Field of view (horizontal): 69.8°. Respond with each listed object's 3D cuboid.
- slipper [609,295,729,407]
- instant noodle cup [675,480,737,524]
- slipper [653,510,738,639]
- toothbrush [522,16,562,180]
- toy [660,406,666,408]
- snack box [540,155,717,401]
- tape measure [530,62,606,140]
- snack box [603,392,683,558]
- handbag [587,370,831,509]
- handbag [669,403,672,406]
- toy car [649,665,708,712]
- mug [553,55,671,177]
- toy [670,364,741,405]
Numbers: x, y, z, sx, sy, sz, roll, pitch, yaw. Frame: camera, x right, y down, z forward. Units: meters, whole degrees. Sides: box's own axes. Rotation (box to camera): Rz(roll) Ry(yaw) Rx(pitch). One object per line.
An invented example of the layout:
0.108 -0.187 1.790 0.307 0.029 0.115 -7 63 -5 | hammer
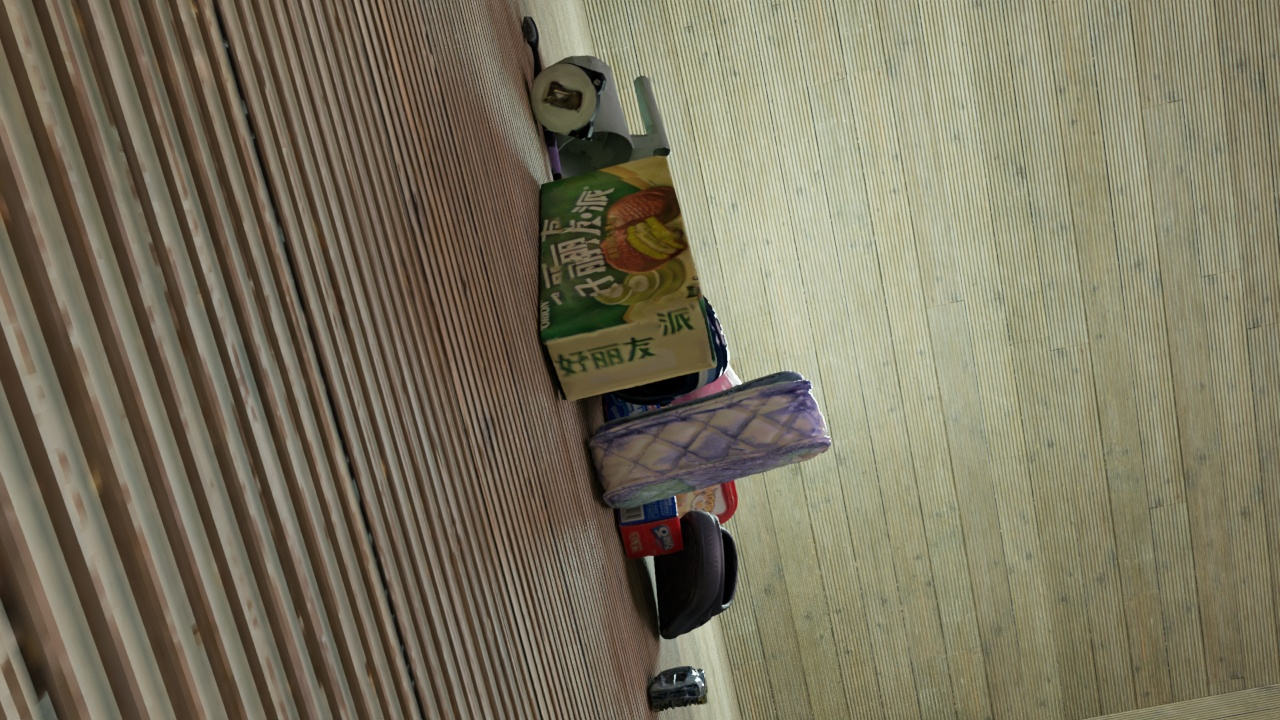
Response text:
0.000 -0.004 0.819 0.253 0.095 0.105 177 -105 -72 | slipper
0.041 0.134 1.079 0.124 0.116 0.116 -139 -145 -75 | instant noodle cup
0.065 0.220 0.932 0.269 0.083 0.110 110 -21 -66 | slipper
-0.097 -0.259 0.906 0.016 0.014 0.189 39 38 -73 | toothbrush
-0.006 0.006 1.027 0.104 0.066 0.157 -71 145 -50 | toy
-0.016 -0.073 0.714 0.239 0.114 0.063 -97 173 -53 | snack box
-0.069 -0.245 0.860 0.033 0.066 0.066 -76 -179 -75 | tape measure
0.000 0.090 0.900 0.207 0.057 0.058 -99 179 -46 | snack box
0.058 0.066 0.768 0.134 0.194 0.075 64 12 -76 | handbag
0.012 -0.038 1.130 0.148 0.099 0.204 -15 -91 57 | handbag
0.035 0.292 0.823 0.105 0.049 0.031 69 11 -76 | toy car
-0.039 -0.254 0.962 0.084 0.124 0.103 111 -31 -62 | mug
0.073 0.039 0.985 0.194 0.075 0.178 53 14 -10 | toy
